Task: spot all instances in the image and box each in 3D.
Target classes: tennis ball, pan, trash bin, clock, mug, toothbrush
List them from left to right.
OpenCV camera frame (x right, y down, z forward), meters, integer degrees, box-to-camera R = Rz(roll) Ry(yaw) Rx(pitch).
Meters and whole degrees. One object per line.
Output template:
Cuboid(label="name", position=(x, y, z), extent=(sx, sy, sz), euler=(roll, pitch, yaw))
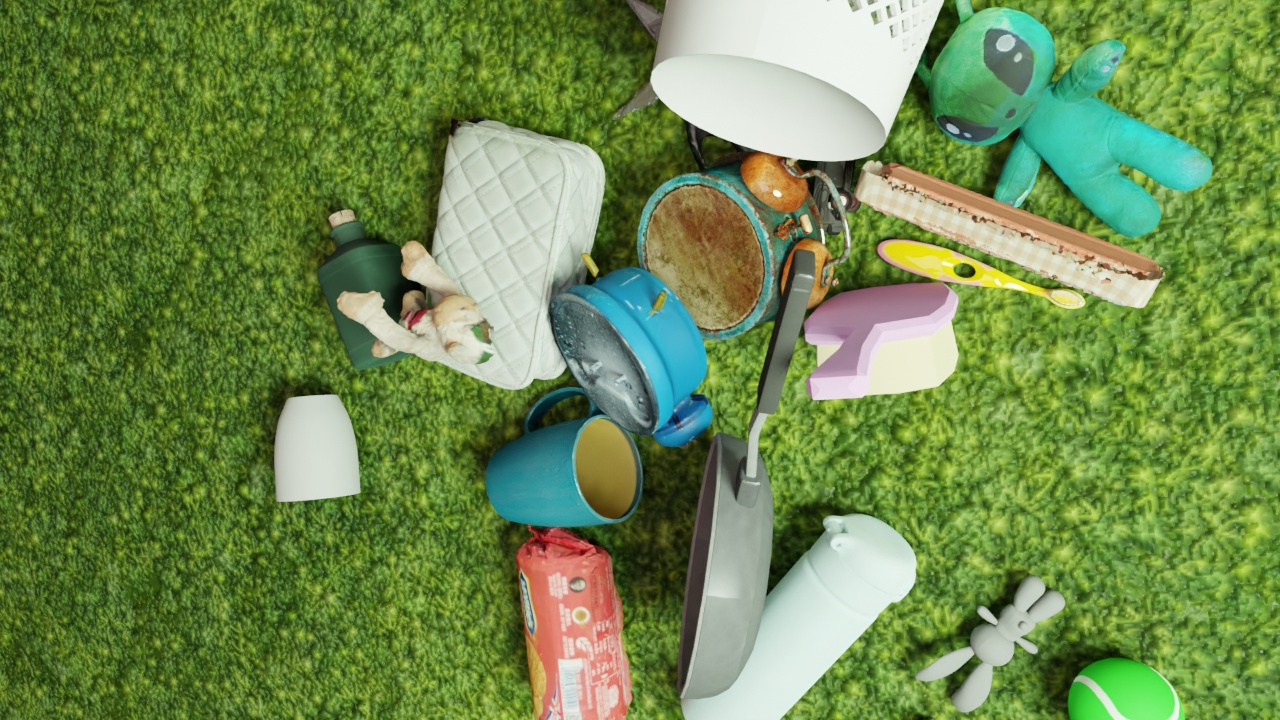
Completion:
Cuboid(label="mug", position=(-0.301, 0.079, 0.835), extent=(0.107, 0.071, 0.089), euler=(-9, 85, 52))
Cuboid(label="mug", position=(-0.063, 0.076, 0.722), extent=(0.104, 0.084, 0.112), euler=(-14, 63, 35))
Cuboid(label="clock", position=(-0.004, 0.004, 0.658), extent=(0.117, 0.060, 0.162), euler=(31, 149, 41))
Cuboid(label="pan", position=(0.067, 0.078, 0.563), extent=(0.041, 0.178, 0.358), euler=(9, 136, 1))
Cuboid(label="clock", position=(0.076, -0.081, 0.619), extent=(0.158, 0.073, 0.121), euler=(-13, 100, 47))
Cuboid(label="trash bin", position=(0.098, -0.231, 0.508), extent=(0.196, 0.195, 0.199), euler=(16, 86, 21))
Cuboid(label="toothbrush", position=(0.222, -0.057, 0.605), extent=(0.135, 0.016, 0.021), euler=(19, 100, 20))
Cuboid(label="tennis ball", position=(0.307, 0.223, 0.581), extent=(0.065, 0.065, 0.065), euler=(4, 99, 23))

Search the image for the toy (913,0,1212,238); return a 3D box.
Cuboid(label="toy", position=(0.243, -0.153, 0.555), extent=(0.193, 0.072, 0.131), euler=(41, 147, 13))

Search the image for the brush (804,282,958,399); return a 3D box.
Cuboid(label="brush", position=(0.136, -0.003, 0.537), extent=(0.089, 0.228, 0.043), euler=(-4, 104, 24))

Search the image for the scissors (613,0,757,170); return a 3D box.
Cuboid(label="scissors", position=(0.072, -0.214, 0.650), extent=(0.202, 0.015, 0.201), euler=(-41, 83, 23))

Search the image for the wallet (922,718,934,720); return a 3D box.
Cuboid(label="wallet", position=(0.221, 0.325, 0.656), extent=(0.115, 0.026, 0.089), euler=(39, 112, 14))

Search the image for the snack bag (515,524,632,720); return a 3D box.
Cuboid(label="snack bag", position=(-0.052, 0.218, 0.736), extent=(0.082, 0.082, 0.176), euler=(-3, 96, 24))

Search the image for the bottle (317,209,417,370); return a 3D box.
Cuboid(label="bottle", position=(-0.230, -0.064, 0.777), extent=(0.061, 0.061, 0.131), euler=(-23, 88, 27))

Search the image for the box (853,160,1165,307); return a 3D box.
Cuboid(label="box", position=(0.223, -0.081, 0.571), extent=(0.187, 0.085, 0.048), euler=(28, 113, 20))

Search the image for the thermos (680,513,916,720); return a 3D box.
Cuboid(label="thermos", position=(0.113, 0.198, 0.664), extent=(0.078, 0.065, 0.207), euler=(31, 111, -14))

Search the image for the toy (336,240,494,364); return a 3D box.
Cuboid(label="toy", position=(-0.153, -0.027, 0.665), extent=(0.106, 0.085, 0.074), euler=(25, 130, 19))

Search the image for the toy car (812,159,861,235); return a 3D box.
Cuboid(label="toy car", position=(0.131, -0.132, 0.620), extent=(0.037, 0.040, 0.092), euler=(11, 102, 21))

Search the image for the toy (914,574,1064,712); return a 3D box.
Cuboid(label="toy", position=(0.240, 0.193, 0.626), extent=(0.049, 0.030, 0.112), euler=(37, 106, -1))

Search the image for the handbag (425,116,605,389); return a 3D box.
Cuboid(label="handbag", position=(-0.103, -0.082, 0.715), extent=(0.139, 0.072, 0.195), euler=(21, 106, 29))
